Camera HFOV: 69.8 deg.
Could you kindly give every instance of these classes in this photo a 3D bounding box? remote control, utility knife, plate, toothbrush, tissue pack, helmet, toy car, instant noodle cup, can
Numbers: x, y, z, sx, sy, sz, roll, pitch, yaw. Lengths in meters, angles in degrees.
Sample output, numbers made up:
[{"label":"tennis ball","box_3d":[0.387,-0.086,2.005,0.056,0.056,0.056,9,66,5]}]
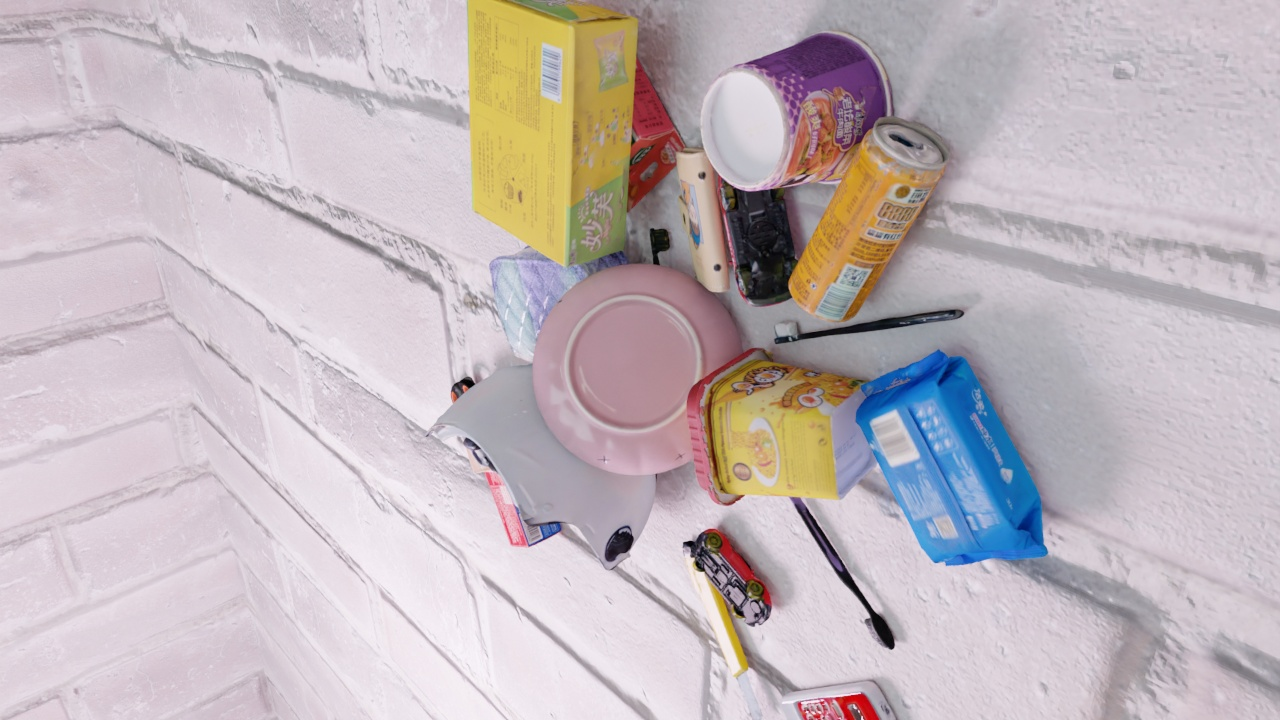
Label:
[{"label":"remote control","box_3d":[0.186,0.338,0.872,0.136,0.020,0.056,-37,79,52]},{"label":"utility knife","box_3d":[0.089,0.286,0.968,0.033,0.015,0.206,-24,86,53]},{"label":"plate","box_3d":[-0.005,0.005,0.811,0.192,0.192,0.039,61,-178,9]},{"label":"toothbrush","box_3d":[0.168,0.173,0.816,0.189,0.014,0.017,58,155,13]},{"label":"tissue pack","box_3d":[0.224,0.074,0.663,0.095,0.052,0.157,-33,81,55]},{"label":"toothbrush","box_3d":[0.169,-0.028,0.709,0.181,0.015,0.018,-5,95,53]},{"label":"helmet","box_3d":[-0.075,0.091,0.945,0.229,0.146,0.258,31,173,43]},{"label":"toothbrush","box_3d":[0.024,-0.023,0.886,0.027,0.026,0.213,1,111,15]},{"label":"toy car","box_3d":[0.094,-0.103,0.734,0.045,0.053,0.120,-127,25,-84]},{"label":"toy car","box_3d":[0.093,0.216,0.916,0.106,0.031,0.049,49,140,25]},{"label":"instant noodle cup","box_3d":[0.118,0.058,0.746,0.124,0.115,0.116,5,112,38]},{"label":"instant noodle cup","box_3d":[0.104,-0.170,0.648,0.112,0.099,0.112,28,129,40]},{"label":"can","box_3d":[0.158,-0.096,0.651,0.058,0.058,0.146,48,139,24]}]

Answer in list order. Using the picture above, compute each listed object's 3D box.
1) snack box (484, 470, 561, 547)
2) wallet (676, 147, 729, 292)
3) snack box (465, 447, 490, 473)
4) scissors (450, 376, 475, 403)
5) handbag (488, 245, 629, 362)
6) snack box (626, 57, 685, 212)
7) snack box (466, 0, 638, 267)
[{"label":"snack box","box_3d":[-0.167,0.134,1.178,0.058,0.057,0.207,-11,99,56]},{"label":"wallet","box_3d":[0.051,-0.121,0.775,0.087,0.024,0.115,-133,30,-70]},{"label":"snack box","box_3d":[-0.146,0.079,1.095,0.158,0.026,0.084,-15,97,28]},{"label":"scissors","box_3d":[-0.203,0.128,1.259,0.163,0.021,0.234,20,129,53]},{"label":"handbag","box_3d":[-0.071,-0.054,0.948,0.194,0.075,0.134,10,120,50]},{"label":"snack box","box_3d":[-0.029,-0.210,0.838,0.113,0.044,0.127,-36,80,53]},{"label":"snack box","box_3d":[-0.082,-0.208,0.808,0.158,0.069,0.210,33,132,39]}]
